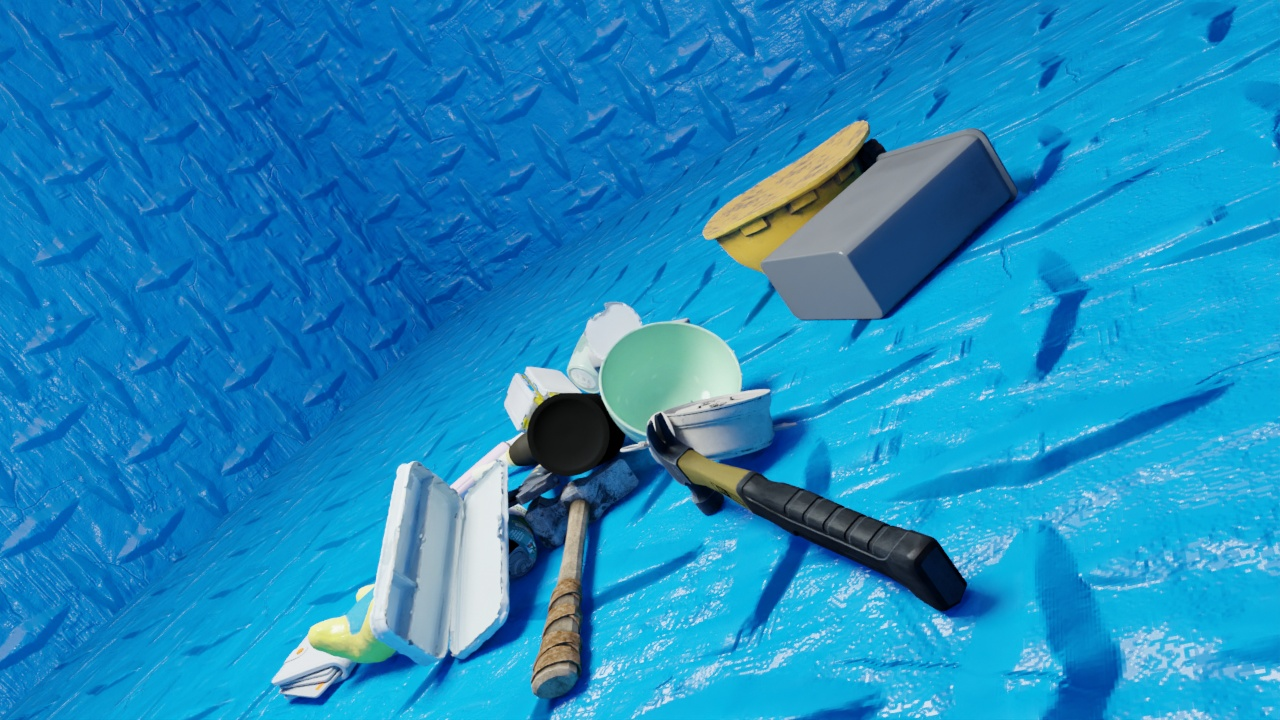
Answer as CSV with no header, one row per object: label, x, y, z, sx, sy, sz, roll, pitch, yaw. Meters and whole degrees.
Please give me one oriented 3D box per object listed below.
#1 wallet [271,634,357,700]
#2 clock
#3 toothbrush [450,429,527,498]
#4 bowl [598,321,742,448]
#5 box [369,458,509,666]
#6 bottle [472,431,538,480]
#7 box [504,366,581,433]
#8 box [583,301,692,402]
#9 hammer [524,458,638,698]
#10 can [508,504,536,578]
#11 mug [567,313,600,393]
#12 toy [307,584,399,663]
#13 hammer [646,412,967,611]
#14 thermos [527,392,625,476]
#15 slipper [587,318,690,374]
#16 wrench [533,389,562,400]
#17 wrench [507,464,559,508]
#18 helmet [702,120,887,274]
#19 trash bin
wallet,-0.367,0.349,1.055,0.119,0.037,0.115,-25,17,24
clock,0.057,0.070,0.854,0.156,0.061,0.103,-13,2,-17
toothbrush,-0.221,0.151,1.374,0.222,0.027,0.027,-42,30,-25
bowl,0.032,0.038,0.980,0.150,0.151,0.077,-43,-27,-25
box,-0.175,0.182,0.912,0.127,0.106,0.214,-23,43,18
bottle,-0.163,0.128,1.270,0.185,0.045,0.045,-28,16,27
box,-0.161,0.051,1.431,0.117,0.057,0.210,-31,15,-8
box,-0.008,0.006,1.074,0.083,0.166,0.092,-31,2,6
hammer,-0.063,0.193,0.845,0.122,0.049,0.318,-30,17,11
can,-0.142,0.193,0.996,0.055,0.055,0.101,-36,14,-1
mug,-0.050,-0.009,1.380,0.111,0.084,0.103,-11,38,46
toy,-0.249,0.246,1.022,0.149,0.084,0.213,-25,16,33
hammer,0.097,0.102,0.664,0.025,0.118,0.333,-44,21,-15
thermos,-0.064,0.080,1.038,0.086,0.086,0.198,-35,-5,3
slipper,0.013,-0.001,1.252,0.113,0.080,0.265,-9,7,16
wrench,-0.128,0.066,1.447,0.086,0.018,0.273,-38,16,-10
wrench,-0.116,0.135,1.062,0.073,0.022,0.273,-27,0,3
helmet,0.222,-0.191,1.228,0.255,0.131,0.205,-33,15,6
trash bin,0.276,-0.149,1.046,0.219,0.097,0.192,-41,15,-15
